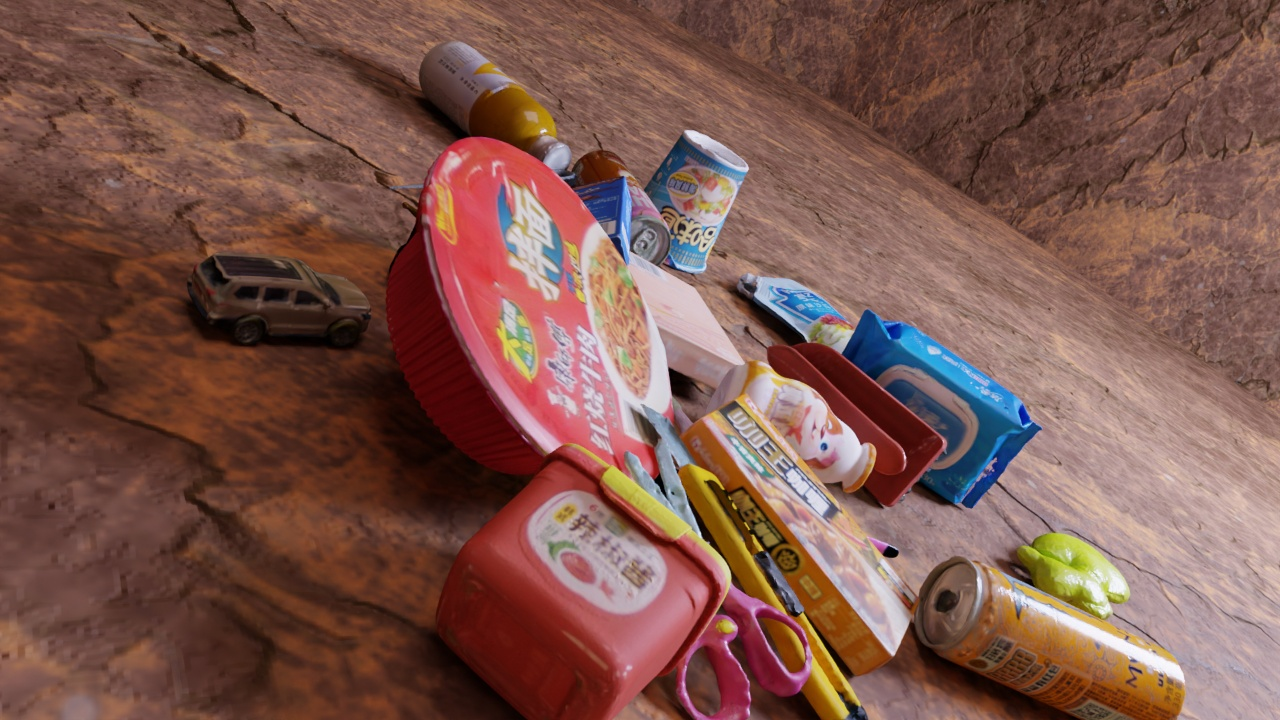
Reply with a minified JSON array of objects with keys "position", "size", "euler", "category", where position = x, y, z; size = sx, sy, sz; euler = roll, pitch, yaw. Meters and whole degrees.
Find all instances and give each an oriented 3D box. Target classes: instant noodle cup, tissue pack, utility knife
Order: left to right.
[{"position":[-0.059,-0.013,0.468],"size":[0.194,0.066,0.193],"euler":[44,30,-35],"category":"instant noodle cup"},{"position":[0.047,-0.155,0.876],"size":[0.099,0.110,0.099],"euler":[26,24,-12],"category":"instant noodle cup"},{"position":[0.054,0.098,0.445],"size":[0.193,0.015,0.033],"euler":[58,23,18],"category":"utility knife"},{"position":[0.218,0.037,0.716],"size":[0.157,0.095,0.052],"euler":[38,31,17],"category":"tissue pack"}]

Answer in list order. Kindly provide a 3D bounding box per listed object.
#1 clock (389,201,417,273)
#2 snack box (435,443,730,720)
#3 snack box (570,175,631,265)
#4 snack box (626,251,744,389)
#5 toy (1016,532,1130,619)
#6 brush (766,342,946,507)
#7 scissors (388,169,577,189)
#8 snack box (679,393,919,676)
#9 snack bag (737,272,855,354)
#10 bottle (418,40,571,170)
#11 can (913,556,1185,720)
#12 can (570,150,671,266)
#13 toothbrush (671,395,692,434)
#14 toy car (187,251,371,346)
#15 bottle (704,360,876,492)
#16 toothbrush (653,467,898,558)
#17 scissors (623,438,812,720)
[{"position":[-0.104,-0.054,0.572],"size":[0.082,0.055,0.122],"euler":[6,35,-43],"category":"clock"},{"position":[-0.026,0.093,0.355],"size":[0.091,0.082,0.079],"euler":[36,38,15],"category":"snack box"},{"position":[-0.051,-0.101,0.702],"size":[0.084,0.026,0.157],"euler":[-12,26,7],"category":"snack box"},{"position":[0.021,-0.034,0.687],"size":[0.084,0.026,0.157],"euler":[26,19,-23],"category":"snack box"},{"position":[0.320,0.156,0.678],"size":[0.097,0.031,0.100],"euler":[30,24,3],"category":"toy"},{"position":[0.151,0.037,0.678],"size":[0.069,0.063,0.146],"euler":[22,20,-51],"category":"brush"},{"position":[-0.125,-0.149,0.755],"size":[0.170,0.014,0.159],"euler":[-1,19,-16],"category":"scissors"},{"position":[0.086,0.090,0.501],"size":[0.153,0.026,0.075],"euler":[51,26,9],"category":"snack box"},{"position":[0.173,-0.026,0.862],"size":[0.110,0.039,0.191],"euler":[-2,37,-33],"category":"snack bag"},{"position":[-0.138,-0.237,0.877],"size":[0.189,0.068,0.067],"euler":[43,27,27],"category":"bottle"},{"position":[0.233,0.165,0.525],"size":[0.146,0.058,0.058],"euler":[26,24,-10],"category":"can"},{"position":[-0.020,-0.136,0.827],"size":[0.058,0.058,0.147],"euler":[16,27,-29],"category":"can"},{"position":[-0.004,0.004,0.621],"size":[0.029,0.021,0.189],"euler":[-20,45,-19],"category":"toothbrush"},{"position":[-0.180,-0.032,0.469],"size":[0.090,0.035,0.042],"euler":[4,36,-49],"category":"toy car"},{"position":[0.098,0.046,0.597],"size":[0.108,0.063,0.063],"euler":[28,24,-5],"category":"bottle"},{"position":[0.082,0.092,0.553],"size":[0.189,0.014,0.018],"euler":[21,13,-23],"category":"toothbrush"},{"position":[0.036,0.093,0.420],"size":[0.077,0.017,0.137],"euler":[-5,63,-24],"category":"scissors"}]
